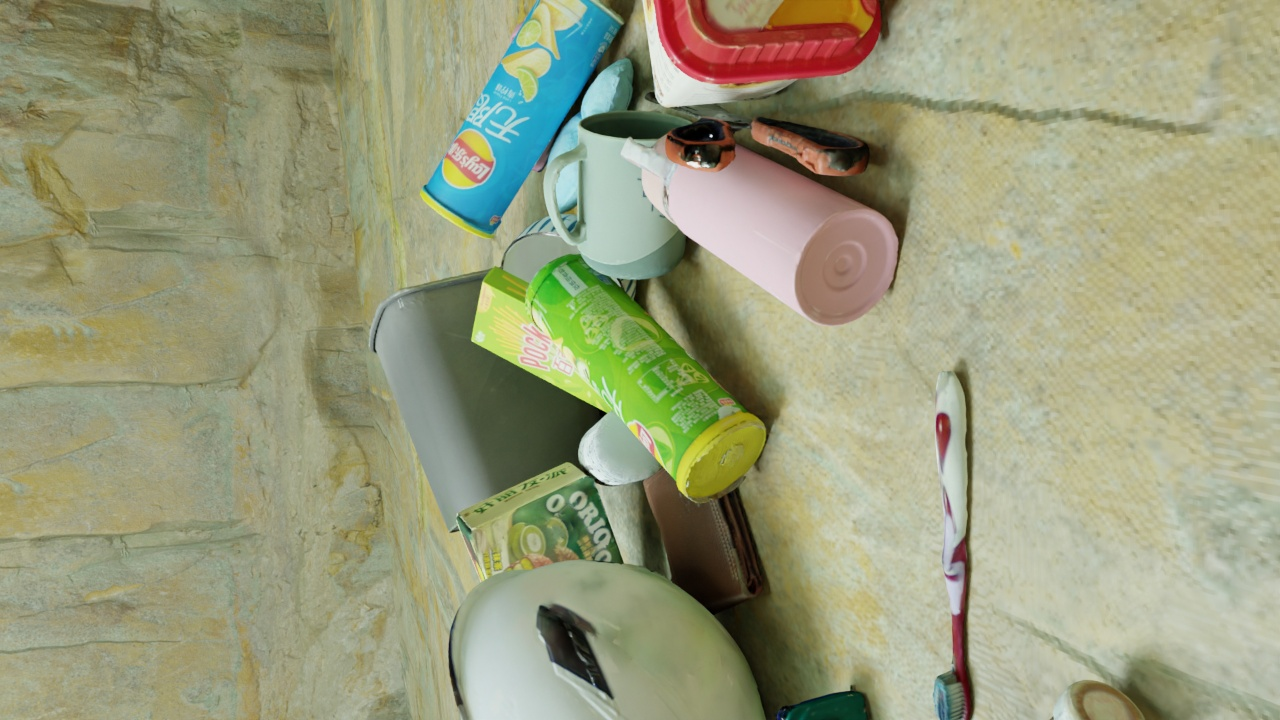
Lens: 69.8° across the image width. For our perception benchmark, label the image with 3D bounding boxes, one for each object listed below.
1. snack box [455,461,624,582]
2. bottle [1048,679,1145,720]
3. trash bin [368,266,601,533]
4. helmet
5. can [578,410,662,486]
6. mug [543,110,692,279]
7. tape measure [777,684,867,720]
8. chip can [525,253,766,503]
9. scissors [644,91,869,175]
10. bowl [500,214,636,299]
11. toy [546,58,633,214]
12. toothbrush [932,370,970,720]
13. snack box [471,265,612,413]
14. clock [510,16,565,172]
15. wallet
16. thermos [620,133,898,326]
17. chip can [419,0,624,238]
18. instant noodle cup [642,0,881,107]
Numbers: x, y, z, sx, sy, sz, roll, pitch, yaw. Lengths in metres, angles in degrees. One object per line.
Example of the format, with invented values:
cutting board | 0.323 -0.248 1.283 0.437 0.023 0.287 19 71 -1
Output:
snack box | -0.064 0.220 0.801 0.063 0.114 0.240 19 130 66
bottle | 0.165 0.220 0.423 0.059 0.059 0.207 -122 36 -44
trash bin | -0.144 0.041 0.922 0.199 0.198 0.219 -39 68 64
helmet | -0.001 0.245 0.635 0.146 0.228 0.258 -29 92 25
can | -0.017 0.073 0.755 0.147 0.058 0.058 134 126 -77
mug | -0.017 -0.117 0.664 0.082 0.111 0.106 43 137 49
tape measure | 0.112 0.227 0.545 0.025 0.058 0.054 144 118 -64
chip can | -0.004 0.004 0.668 0.221 0.072 0.073 47 140 35
scissors | 0.048 -0.137 0.542 0.198 0.212 0.015 15 118 27
bowl | -0.054 -0.079 0.792 0.117 0.116 0.066 111 -174 -47
toy | -0.045 -0.179 0.763 0.156 0.050 0.161 -60 12 22
toothbrush | 0.154 0.097 0.460 0.016 0.017 0.187 -166 70 -64
snack box | -0.069 -0.014 0.792 0.026 0.156 0.086 -60 -3 -40
clock | -0.097 -0.255 0.837 0.117 0.059 0.159 -125 53 -68
wallet | 0.047 0.130 0.698 0.101 0.032 0.124 -51 52 56
thermos | 0.057 -0.091 0.540 0.067 0.087 0.198 -62 36 14
chip can | -0.098 -0.206 0.755 0.210 0.071 0.071 -55 38 13
instant noodle cup | 0.053 -0.196 0.499 0.124 0.116 0.116 170 92 -79
